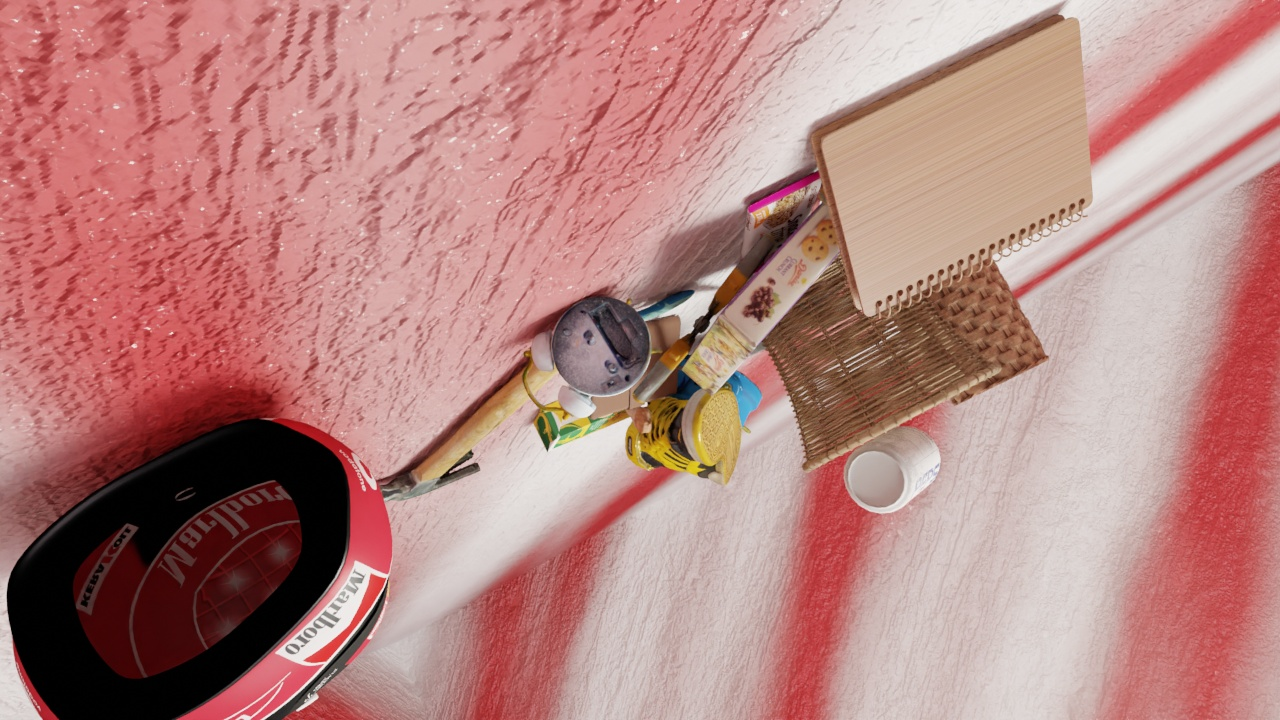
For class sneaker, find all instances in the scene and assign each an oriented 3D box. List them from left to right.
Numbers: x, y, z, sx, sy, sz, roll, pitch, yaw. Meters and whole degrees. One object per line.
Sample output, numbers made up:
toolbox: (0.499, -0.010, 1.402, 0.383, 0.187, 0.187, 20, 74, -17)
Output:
sneaker: (0.040, 0.074, 1.021, 0.122, 0.086, 0.239, 14, 163, 16)

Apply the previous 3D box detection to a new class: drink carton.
drink carton: (-0.059, 0.060, 1.081, 0.122, 0.041, 0.058, -21, 166, -23)

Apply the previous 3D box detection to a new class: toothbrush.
toothbrush: (-0.002, -0.041, 0.847, 0.135, 0.017, 0.022, -20, 165, -28)
toothbrush: (0.160, -0.128, 0.845, 0.015, 0.015, 0.184, -33, 170, -5)

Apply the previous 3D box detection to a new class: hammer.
hammer: (-0.161, 0.066, 0.921, 0.132, 0.033, 0.332, -11, 159, -46)

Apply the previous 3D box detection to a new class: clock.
clock: (-0.044, -0.002, 0.772, 0.117, 0.083, 0.057, -31, 174, -4)
clock: (0.079, 0.037, 1.112, 0.060, 0.117, 0.161, -64, 150, -15)

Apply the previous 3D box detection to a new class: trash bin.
trash bin: (0.371, -0.062, 1.092, 0.151, 0.210, 0.151, -26, 168, -6)

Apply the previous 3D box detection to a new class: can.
can: (0.290, 0.121, 1.045, 0.078, 0.078, 0.135, -35, 168, 31)

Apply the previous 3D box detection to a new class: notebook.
notebook: (0.245, -0.139, 0.700, 0.210, 0.022, 0.169, -26, 123, -4)

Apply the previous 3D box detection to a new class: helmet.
helmet: (-0.294, 0.164, 0.663, 0.270, 0.197, 0.225, -34, 168, -7)

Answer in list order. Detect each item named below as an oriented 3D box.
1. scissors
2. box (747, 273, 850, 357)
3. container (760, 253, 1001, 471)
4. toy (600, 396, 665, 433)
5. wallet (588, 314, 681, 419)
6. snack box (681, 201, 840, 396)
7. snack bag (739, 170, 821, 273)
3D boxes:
scissors: (0.061, -0.040, 0.827, 0.227, 0.016, 0.224, -52, 177, 33)
box: (0.179, -0.047, 1.125, 0.198, 0.070, 0.085, -26, 148, -14)
container: (0.229, -0.019, 0.982, 0.227, 0.196, 0.227, -27, 170, -5)
toy: (-0.033, 0.031, 0.990, 0.106, 0.085, 0.074, -9, -134, 48)
wallet: (-0.005, 0.005, 0.919, 0.120, 0.087, 0.013, -15, -155, -42)
snack box: (0.107, -0.050, 0.797, 0.143, 0.040, 0.148, -47, 175, -19)
snack bag: (0.121, -0.114, 0.813, 0.070, 0.016, 0.196, -28, 167, -4)
